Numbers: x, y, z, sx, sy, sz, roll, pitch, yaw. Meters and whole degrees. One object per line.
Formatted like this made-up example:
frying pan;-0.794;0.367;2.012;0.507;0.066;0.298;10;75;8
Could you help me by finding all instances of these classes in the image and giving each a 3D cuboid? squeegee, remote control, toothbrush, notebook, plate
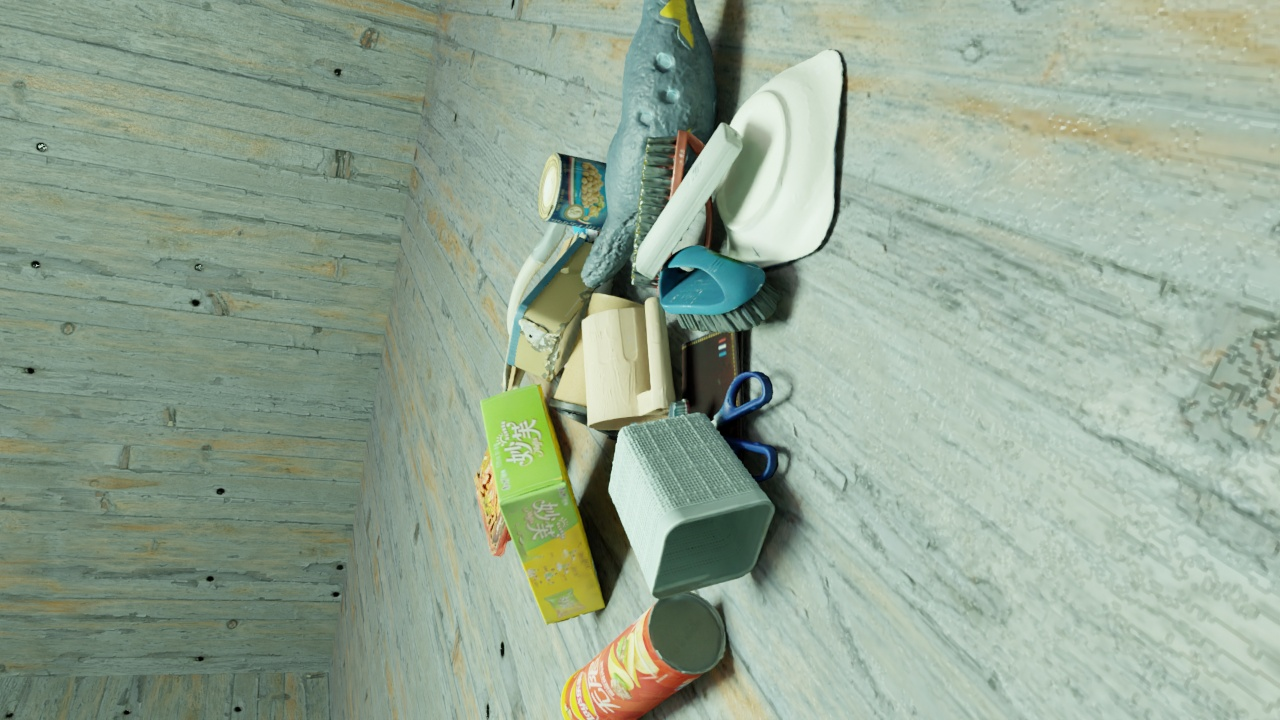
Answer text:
squeegee;-0.123;-0.114;1.123;0.247;0.039;0.246;-62;13;18
remote control;0.038;-0.129;0.752;0.135;0.019;0.056;-55;14;24
toothbrush;0.030;0.121;0.802;0.016;0.017;0.188;-143;50;-58
notebook;-0.126;-0.059;1.150;0.211;0.012;0.149;-66;13;-1
plate;0.101;-0.156;0.737;0.164;0.034;0.163;170;106;-66

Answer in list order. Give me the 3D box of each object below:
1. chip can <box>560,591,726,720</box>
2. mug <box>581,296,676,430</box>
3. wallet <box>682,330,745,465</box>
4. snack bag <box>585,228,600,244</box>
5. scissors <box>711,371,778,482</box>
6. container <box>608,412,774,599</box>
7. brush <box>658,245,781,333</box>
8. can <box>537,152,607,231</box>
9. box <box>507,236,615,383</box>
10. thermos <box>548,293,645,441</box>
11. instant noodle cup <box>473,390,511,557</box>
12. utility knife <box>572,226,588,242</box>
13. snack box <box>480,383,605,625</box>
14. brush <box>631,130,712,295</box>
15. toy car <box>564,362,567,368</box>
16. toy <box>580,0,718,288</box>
chip can;-0.002;0.274;0.811;0.217;0.073;0.073;125;145;-47
mug;-0.005;0.005;0.859;0.125;0.084;0.103;150;117;-63
wallet;0.062;0.038;0.793;0.096;0.020;0.122;157;115;-64
snack bag;-0.054;-0.183;1.118;0.045;0.026;0.105;-36;51;48
scissors;0.064;0.066;0.754;0.170;0.012;0.146;-63;38;42
container;0.032;0.108;0.715;0.111;0.090;0.090;-122;32;-43
brush;0.055;-0.061;0.758;0.055;0.073;0.144;-46;20;-13
can;-0.050;-0.179;0.998;0.075;0.111;0.075;-173;91;-67
box;-0.080;-0.061;1.009;0.183;0.059;0.090;-61;-9;-50
thermos;-0.038;0.006;0.959;0.093;0.093;0.143;8;82;67
instant noodle cup;-0.160;0.148;1.208;0.164;0.079;0.189;-117;41;-54
utility knife;-0.067;-0.143;1.148;0.034;0.018;0.166;101;159;-44
snack box;-0.104;0.154;0.976;0.157;0.070;0.210;-112;8;-49
brush;0.033;-0.134;0.820;0.063;0.069;0.146;-81;-2;-58
toy car;-0.080;-0.025;1.097;0.122;0.056;0.037;-120;39;-55
toy;0.010;-0.222;0.879;0.138;0.091;0.357;36;122;42
